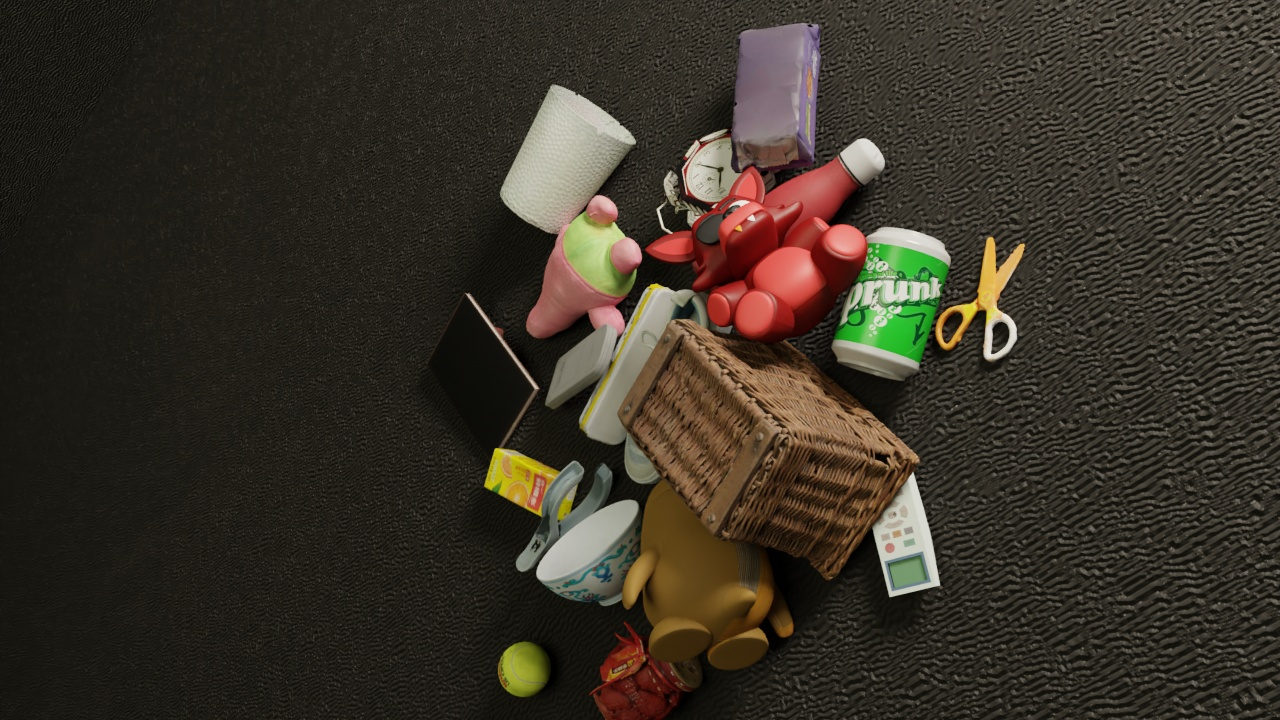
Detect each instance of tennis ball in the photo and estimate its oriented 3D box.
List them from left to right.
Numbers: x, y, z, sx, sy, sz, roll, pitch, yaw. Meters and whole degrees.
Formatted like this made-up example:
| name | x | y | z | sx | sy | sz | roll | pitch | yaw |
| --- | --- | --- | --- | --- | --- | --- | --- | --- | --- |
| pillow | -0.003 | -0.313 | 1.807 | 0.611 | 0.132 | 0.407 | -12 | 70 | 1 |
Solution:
| name | x | y | z | sx | sy | sz | roll | pitch | yaw |
| --- | --- | --- | --- | --- | --- | --- | --- | --- | --- |
| tennis ball | -0.144 | 0.384 | 1.141 | 0.065 | 0.065 | 0.065 | -11 | 71 | 36 |

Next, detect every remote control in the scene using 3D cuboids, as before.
| name | x | y | z | sx | sy | sz | roll | pitch | yaw |
| --- | --- | --- | --- | --- | --- | --- | --- | --- | --- |
| remote control | -0.074 | 0.008 | 1.172 | 0.151 | 0.019 | 0.074 | -33 | 36 | 52 |
| remote control | 0.255 | 0.156 | 0.904 | 0.050 | 0.024 | 0.143 | -26 | 62 | 36 |

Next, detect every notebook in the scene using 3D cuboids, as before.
| name | x | y | z | sx | sy | sz | roll | pitch | yaw |
| --- | --- | --- | --- | --- | --- | --- | --- | --- | --- |
| notebook | -0.232 | 0.022 | 1.319 | 0.209 | 0.008 | 0.142 | 50 | 120 | 31 |

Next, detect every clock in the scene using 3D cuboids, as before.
| name | x | y | z | sx | sy | sz | roll | pitch | yaw |
| --- | --- | --- | --- | --- | --- | --- | --- | --- | --- |
| clock | 0.090 | -0.202 | 1.103 | 0.155 | 0.065 | 0.114 | -37 | 57 | 8 |

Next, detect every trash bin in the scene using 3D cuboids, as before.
| name | x | y | z | sx | sy | sz | roll | pitch | yaw |
| --- | --- | --- | --- | --- | --- | --- | --- | --- | --- |
| trash bin | -0.106 | -0.267 | 1.246 | 0.162 | 0.133 | 0.133 | -54 | 52 | 21 |

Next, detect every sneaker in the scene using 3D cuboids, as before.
| name | x | y | z | sx | sy | sz | roll | pitch | yaw |
| --- | --- | --- | --- | --- | --- | --- | --- | --- | --- |
| sneaker | 0.025 | 0.029 | 1.082 | 0.089 | 0.090 | 0.242 | 26 | 96 | 39 |

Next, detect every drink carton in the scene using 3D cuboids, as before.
| name | x | y | z | sx | sy | sz | roll | pitch | yaw |
| --- | --- | --- | --- | --- | --- | --- | --- | --- | --- |
| drink carton | -0.144 | 0.164 | 1.215 | 0.135 | 0.043 | 0.058 | 17 | 92 | 41 |

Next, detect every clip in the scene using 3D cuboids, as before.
| name | x | y | z | sx | sy | sz | roll | pitch | yaw |
| --- | --- | --- | --- | --- | --- | --- | --- | --- | --- |
| clip | -0.079 | 0.199 | 1.158 | 0.028 | 0.127 | 0.167 | 45 | 115 | 38 |

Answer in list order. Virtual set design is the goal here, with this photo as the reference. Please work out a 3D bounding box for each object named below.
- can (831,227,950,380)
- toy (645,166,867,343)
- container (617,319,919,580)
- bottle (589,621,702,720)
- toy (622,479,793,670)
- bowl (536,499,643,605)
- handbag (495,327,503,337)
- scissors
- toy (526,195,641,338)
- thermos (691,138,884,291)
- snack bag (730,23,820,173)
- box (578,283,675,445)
| name | x | y | z | sx | sy | sz | roll | pitch | yaw |
| --- | --- | --- | --- | --- | --- | --- | --- | --- | --- |
| can | 0.251 | -0.056 | 0.922 | 0.088 | 0.087 | 0.140 | 16 | 89 | 40 |
| toy | 0.118 | -0.109 | 0.942 | 0.158 | 0.120 | 0.197 | -40 | 58 | -4 |
| container | 0.108 | 0.076 | 0.924 | 0.250 | 0.183 | 0.162 | 47 | 114 | 43 |
| bottle | 0.001 | 0.348 | 1.015 | 0.111 | 0.099 | 0.099 | -36 | 58 | 21 |
| toy | 0.058 | 0.212 | 0.979 | 0.163 | 0.198 | 0.203 | -57 | 29 | 34 |
| bowl | -0.042 | 0.238 | 1.077 | 0.144 | 0.143 | 0.074 | -28 | 102 | 30 |
| handbag | -0.229 | 0.011 | 1.338 | 0.055 | 0.029 | 0.119 | 4 | 86 | 42 |
| scissors | 0.347 | -0.058 | 0.894 | 0.097 | 0.012 | 0.133 | 40 | 105 | 37 |
| toy | -0.077 | -0.104 | 1.206 | 0.237 | 0.096 | 0.192 | -46 | 55 | 38 |
| thermos | 0.166 | -0.160 | 1.028 | 0.240 | 0.073 | 0.073 | -37 | 58 | 25 |
| snack bag | 0.153 | -0.307 | 1.050 | 0.096 | 0.058 | 0.205 | -4 | 61 | 20 |
| box | -0.007 | 0.006 | 1.133 | 0.033 | 0.064 | 0.209 | 37 | 102 | 52 |
